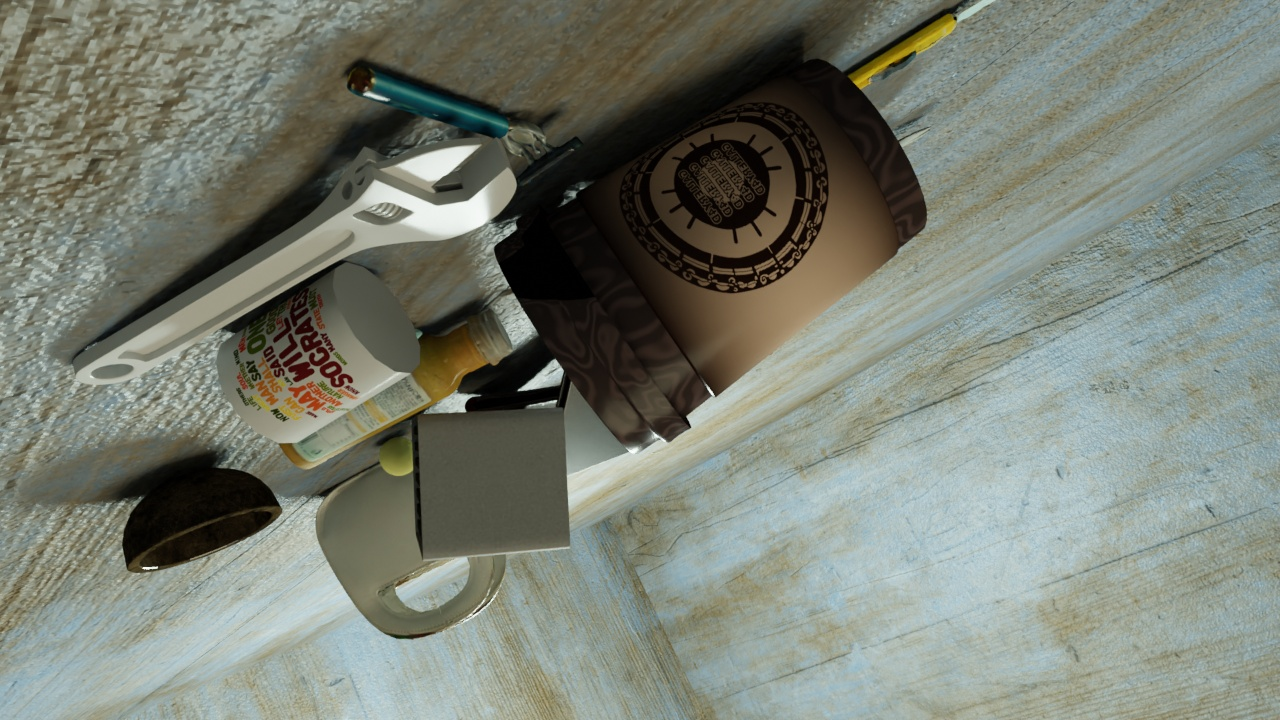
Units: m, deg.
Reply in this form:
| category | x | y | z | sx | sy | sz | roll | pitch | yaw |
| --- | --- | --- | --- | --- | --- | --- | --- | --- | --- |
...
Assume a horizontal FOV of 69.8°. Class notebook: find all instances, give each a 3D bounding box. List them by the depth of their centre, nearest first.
| category | x | y | z | sx | sy | sz | roll | pitch | yaw |
| --- | --- | --- | --- | --- | --- | --- | --- | --- | --- |
| notebook | -0.005 | 0.005 | 0.874 | 0.168 | 0.019 | 0.232 | -17 | 137 | -38 |

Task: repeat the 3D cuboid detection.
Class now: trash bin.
| category | x | y | z | sx | sy | sz | roll | pitch | yaw |
| --- | --- | --- | --- | --- | --- | --- | --- | --- | --- |
| trash bin | -0.144 | 0.105 | 0.829 | 0.114 | 0.114 | 0.229 | -2 | 176 | -15 |

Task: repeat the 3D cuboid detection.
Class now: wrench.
| category | x | y | z | sx | sy | sz | roll | pitch | yaw |
| --- | --- | --- | --- | --- | --- | --- | --- | --- | --- |
| wrench | -0.185 | -0.045 | 0.478 | 0.274 | 0.018 | 0.086 | -25 | 165 | 19 |

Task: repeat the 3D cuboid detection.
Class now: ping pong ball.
| category | x | y | z | sx | sy | sz | roll | pitch | yaw |
| --- | --- | --- | --- | --- | --- | --- | --- | --- | --- |
| ping pong ball | -0.250 | 0.099 | 0.949 | 0.040 | 0.040 | 0.040 | -26 | 168 | -6 |

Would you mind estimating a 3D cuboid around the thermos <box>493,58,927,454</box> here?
| category | x | y | z | sx | sy | sz | roll | pitch | yaw |
| --- | --- | --- | --- | --- | --- | --- | --- | --- | --- |
| thermos | 0.047 | -0.070 | 0.580 | 0.226 | 0.172 | 0.172 | -34 | 168 | 3 |

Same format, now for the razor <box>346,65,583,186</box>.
| category | x | y | z | sx | sy | sz | roll | pitch | yaw |
| --- | --- | --- | --- | --- | --- | --- | --- | --- | --- |
| razor | -0.083 | -0.115 | 0.440 | 0.042 | 0.022 | 0.143 | -28 | 164 | 25 |

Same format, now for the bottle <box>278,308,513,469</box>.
| category | x | y | z | sx | sy | sz | roll | pitch | yaw |
| --- | --- | --- | --- | --- | --- | --- | --- | --- | --- |
| bottle | -0.188 | 0.019 | 0.708 | 0.186 | 0.053 | 0.053 | -28 | 168 | 1 |

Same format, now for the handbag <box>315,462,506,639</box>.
| category | x | y | z | sx | sy | sz | roll | pitch | yaw |
| --- | --- | --- | --- | --- | --- | --- | --- | --- | --- |
| handbag | -0.249 | 0.210 | 1.050 | 0.201 | 0.199 | 0.093 | -25 | 173 | 4 |

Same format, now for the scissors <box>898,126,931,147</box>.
| category | x | y | z | sx | sy | sz | roll | pitch | yaw |
| --- | --- | --- | --- | --- | --- | --- | --- | --- | --- |
| scissors | 0.178 | -0.166 | 0.787 | 0.147 | 0.019 | 0.132 | -13 | 163 | -46 |

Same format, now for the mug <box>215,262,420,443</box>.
| category | x | y | z | sx | sy | sz | roll | pitch | yaw |
| --- | --- | --- | --- | --- | --- | --- | --- | --- | --- |
| mug | -0.187 | -0.003 | 0.562 | 0.090 | 0.073 | 0.105 | -30 | 168 | 14 |

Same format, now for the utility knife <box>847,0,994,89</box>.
| category | x | y | z | sx | sy | sz | roll | pitch | yaw |
| --- | --- | --- | --- | --- | --- | --- | --- | --- | --- |
| utility knife | 0.173 | -0.207 | 0.621 | 0.207 | 0.018 | 0.030 | -33 | 176 | 14 |

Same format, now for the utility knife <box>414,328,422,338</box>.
| category | x | y | z | sx | sy | sz | roll | pitch | yaw |
| --- | --- | --- | --- | --- | --- | --- | --- | --- | --- |
| utility knife | -0.195 | -0.017 | 0.631 | 0.022 | 0.015 | 0.119 | -33 | 165 | 20 |

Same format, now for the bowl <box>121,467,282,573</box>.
| category | x | y | z | sx | sy | sz | roll | pitch | yaw |
| --- | --- | --- | --- | --- | --- | --- | --- | --- | --- |
| bowl | -0.366 | 0.122 | 0.756 | 0.121 | 0.056 | 0.121 | -26 | 168 | -6 |

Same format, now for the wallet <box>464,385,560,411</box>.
| category | x | y | z | sx | sy | sz | roll | pitch | yaw |
| --- | --- | --- | --- | --- | --- | --- | --- | --- | --- |
| wallet | -0.108 | 0.039 | 0.962 | 0.120 | 0.031 | 0.099 | -9 | 176 | 16 |
